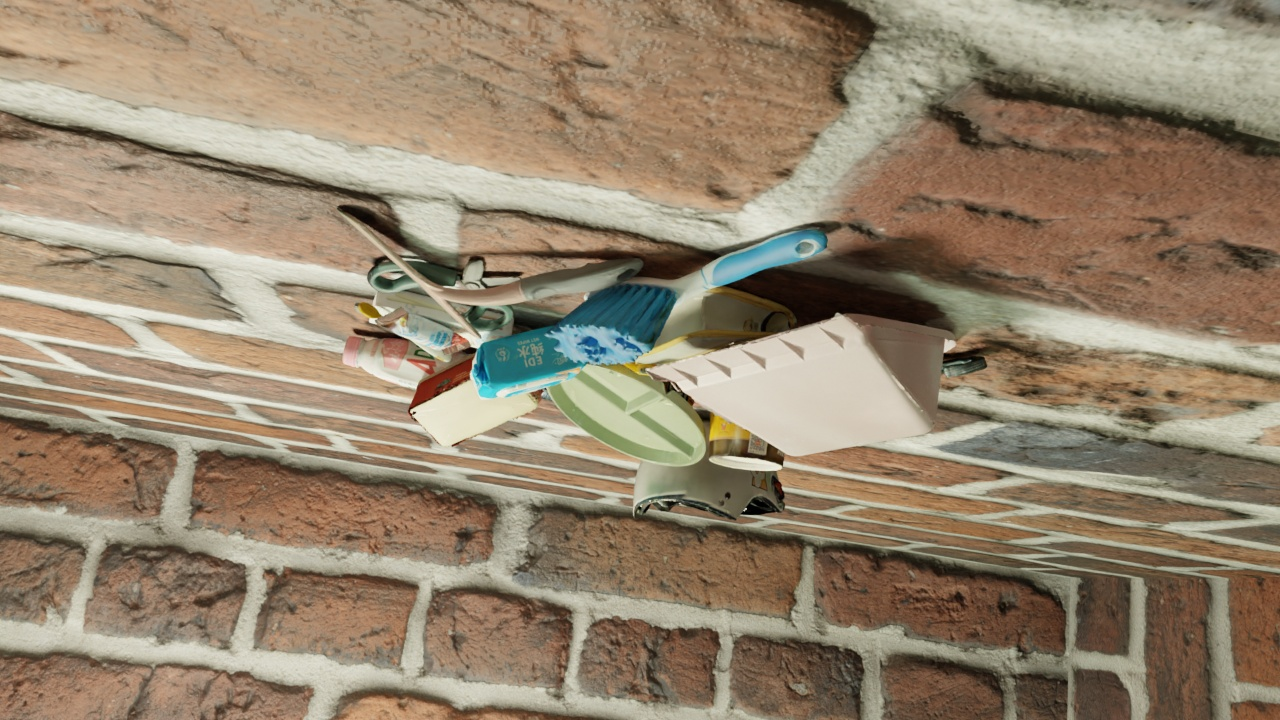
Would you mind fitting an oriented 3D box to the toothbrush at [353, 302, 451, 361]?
[{"bbox_3d":[-0.273,-0.031,1.070,0.018,0.016,0.191,14,168,24],"label":"toothbrush"}]

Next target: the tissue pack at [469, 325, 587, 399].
[{"bbox_3d":[-0.128,0.003,1.064,0.140,0.063,0.090,-14,173,-18],"label":"tissue pack"}]

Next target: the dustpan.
[{"bbox_3d":[0.173,-0.008,0.887,0.223,0.138,0.273,-13,141,39],"label":"dustpan"}]

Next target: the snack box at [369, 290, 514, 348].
[{"bbox_3d":[-0.233,-0.047,1.071,0.156,0.026,0.085,13,164,-18],"label":"snack box"}]

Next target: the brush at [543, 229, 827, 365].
[{"bbox_3d":[0.027,-0.054,0.812,0.060,0.109,0.315,46,156,-24],"label":"brush"}]

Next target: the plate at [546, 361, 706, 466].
[{"bbox_3d":[-0.017,0.066,1.202,0.230,0.027,0.231,22,152,12],"label":"plate"}]

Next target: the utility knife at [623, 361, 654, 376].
[{"bbox_3d":[-0.006,0.006,1.037,0.033,0.015,0.209,10,-174,-14],"label":"utility knife"}]

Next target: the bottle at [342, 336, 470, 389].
[{"bbox_3d":[-0.300,0.007,1.245,0.197,0.068,0.068,13,165,-4],"label":"bottle"}]

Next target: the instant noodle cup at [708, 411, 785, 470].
[{"bbox_3d":[0.138,0.075,1.159,0.118,0.114,0.118,7,165,2],"label":"instant noodle cup"}]

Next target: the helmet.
[{"bbox_3d":[0.111,0.174,1.471,0.231,0.156,0.273,-6,171,38],"label":"helmet"}]

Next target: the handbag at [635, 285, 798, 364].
[{"bbox_3d":[0.093,-0.019,0.947,0.178,0.063,0.164,11,167,-25],"label":"handbag"}]

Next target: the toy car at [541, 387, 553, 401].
[{"bbox_3d":[-0.135,0.034,1.300,0.090,0.042,0.034,18,130,-17],"label":"toy car"}]

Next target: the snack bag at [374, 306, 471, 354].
[{"bbox_3d":[-0.243,-0.032,1.029,0.048,0.026,0.104,-19,152,31],"label":"snack bag"}]

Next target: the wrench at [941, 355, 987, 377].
[{"bbox_3d":[0.280,0.019,1.036,0.056,0.016,0.274,-14,180,-29],"label":"wrench"}]

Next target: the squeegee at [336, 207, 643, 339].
[{"bbox_3d":[-0.116,-0.072,0.862,0.250,0.040,0.248,-3,154,21],"label":"squeegee"}]

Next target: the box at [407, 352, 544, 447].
[{"bbox_3d":[-0.210,0.050,1.176,0.169,0.075,0.091,-24,123,24],"label":"box"}]

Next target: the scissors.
[{"bbox_3d":[-0.206,-0.074,0.955,0.181,0.019,0.171,12,159,-8],"label":"scissors"}]

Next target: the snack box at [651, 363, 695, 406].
[{"bbox_3d":[0.035,0.038,1.187,0.075,0.026,0.154,14,153,-8],"label":"snack box"}]
